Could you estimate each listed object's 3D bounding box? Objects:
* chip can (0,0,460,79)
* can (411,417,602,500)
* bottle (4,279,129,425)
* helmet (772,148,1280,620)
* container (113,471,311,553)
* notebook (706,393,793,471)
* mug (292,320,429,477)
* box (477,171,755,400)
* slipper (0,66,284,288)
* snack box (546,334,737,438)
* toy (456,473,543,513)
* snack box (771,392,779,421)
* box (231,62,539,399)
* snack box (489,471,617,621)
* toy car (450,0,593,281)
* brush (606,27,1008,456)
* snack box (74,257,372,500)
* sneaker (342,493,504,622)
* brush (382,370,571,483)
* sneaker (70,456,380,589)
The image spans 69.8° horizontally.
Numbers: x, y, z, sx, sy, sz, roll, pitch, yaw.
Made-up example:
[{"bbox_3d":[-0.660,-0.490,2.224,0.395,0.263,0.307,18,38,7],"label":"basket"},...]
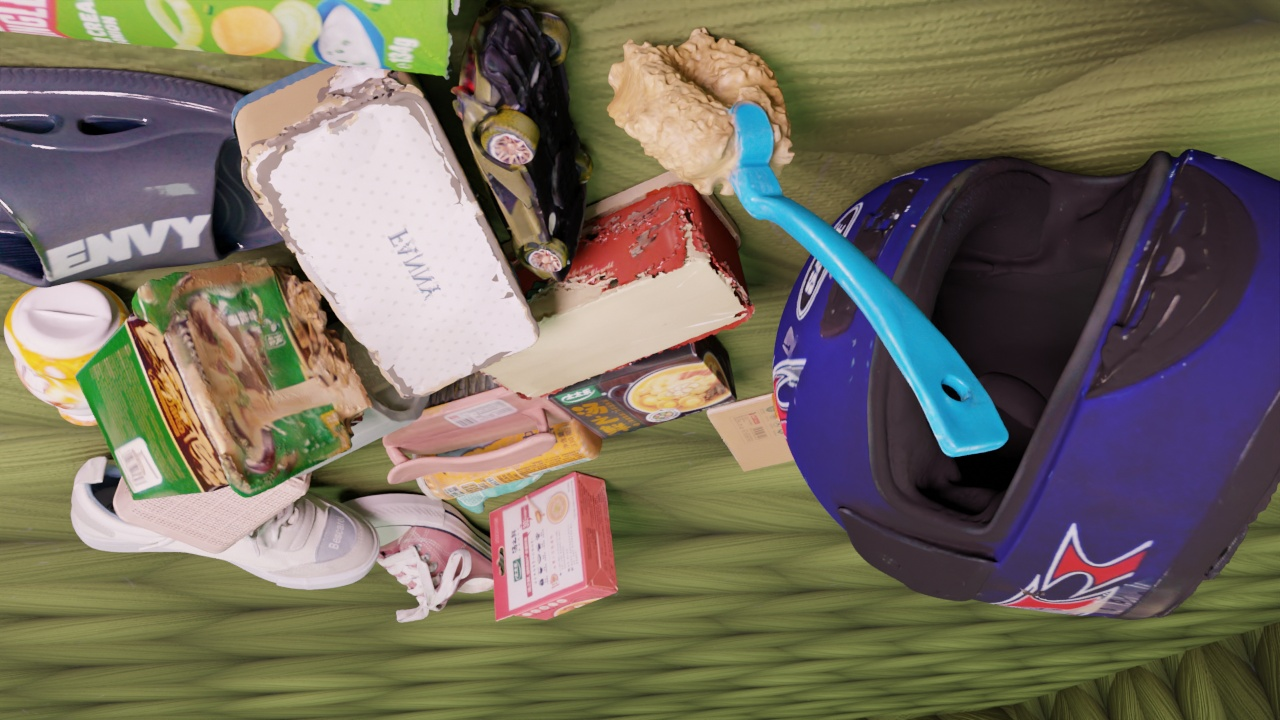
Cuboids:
[{"bbox_3d":[-0.183,-0.147,0.323,0.235,0.072,0.072,1,150,-16],"label":"chip can"},{"bbox_3d":[-0.106,0.068,0.734,0.146,0.058,0.058,-17,149,16],"label":"can"},{"bbox_3d":[-0.338,0.000,0.552,0.063,0.063,0.109,5,148,-21],"label":"bottle"},{"bbox_3d":[0.193,0.003,0.502,0.240,0.247,0.315,22,166,22],"label":"helmet"},{"bbox_3d":[-0.294,0.068,0.652,0.111,0.090,0.090,-29,134,28],"label":"container"},{"bbox_3d":[0.176,0.050,0.820,0.208,0.008,0.148,-15,150,13],"label":"notebook"},{"bbox_3d":[-0.196,0.020,0.622,0.104,0.083,0.123,-23,174,24],"label":"mug"},{"bbox_3d":[-0.024,-0.035,0.550,0.169,0.080,0.091,-21,149,20],"label":"box"},{"bbox_3d":[-0.285,-0.071,0.423,0.268,0.083,0.111,3,151,-15],"label":"slipper"},{"bbox_3d":[-0.004,0.004,0.661,0.113,0.053,0.125,-17,155,17],"label":"snack box"},{"bbox_3d":[-0.133,0.102,0.820,0.092,0.030,0.096,-20,141,12],"label":"toy"},{"bbox_3d":[0.189,0.039,0.768,0.153,0.026,0.075,17,143,-35],"label":"snack box"},{"bbox_3d":[-0.113,-0.056,0.446,0.089,0.059,0.184,-24,140,-6],"label":"box"},{"bbox_3d":[-0.086,0.184,0.887,0.127,0.113,0.044,-29,146,34],"label":"snack box"},{"bbox_3d":[-0.052,-0.098,0.441,0.042,0.070,0.158,7,151,12],"label":"toy car"},{"bbox_3d":[0.060,-0.061,0.367,0.083,0.254,0.046,-7,136,-26],"label":"brush"},{"bbox_3d":[-0.238,0.020,0.511,0.106,0.118,0.117,-22,-176,26],"label":"snack box"},{"bbox_3d":[-0.211,0.203,0.915,0.118,0.087,0.241,-17,147,16],"label":"sneaker"},{"bbox_3d":[-0.128,0.048,0.680,0.146,0.073,0.063,-16,151,18],"label":"brush"},{"bbox_3d":[-0.332,0.123,0.752,0.242,0.089,0.091,13,139,-17],"label":"sneaker"}]
